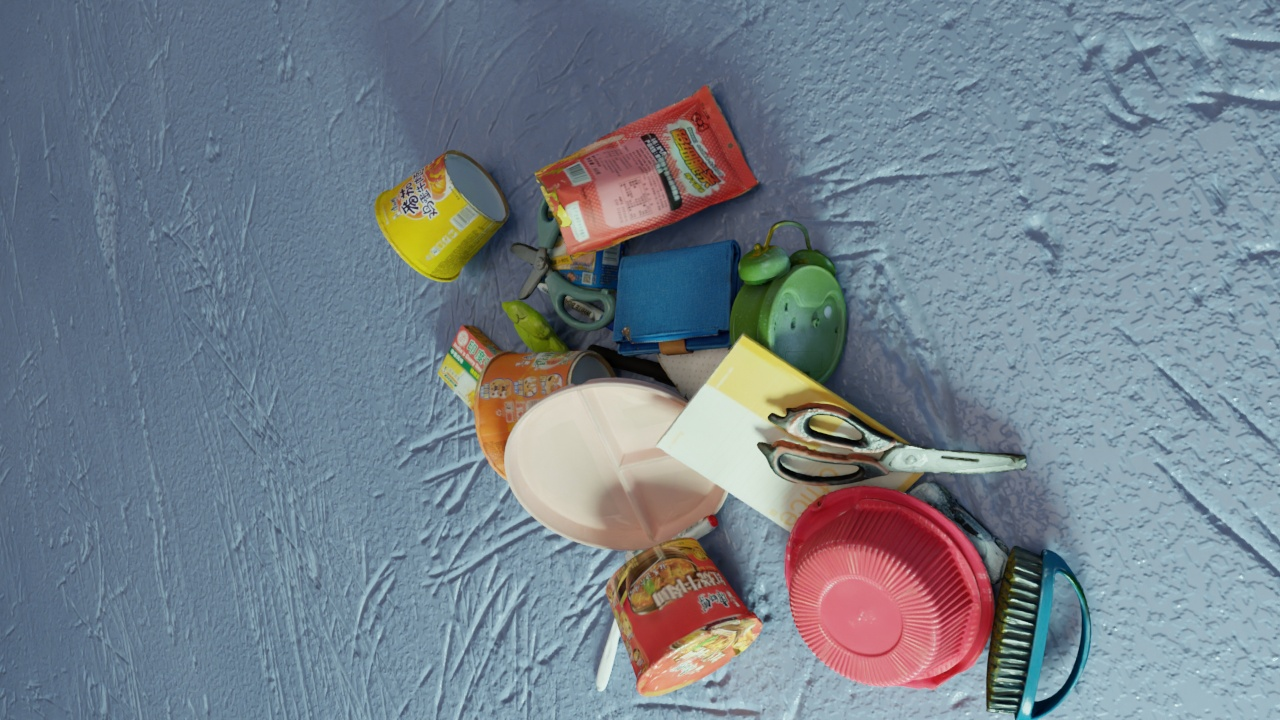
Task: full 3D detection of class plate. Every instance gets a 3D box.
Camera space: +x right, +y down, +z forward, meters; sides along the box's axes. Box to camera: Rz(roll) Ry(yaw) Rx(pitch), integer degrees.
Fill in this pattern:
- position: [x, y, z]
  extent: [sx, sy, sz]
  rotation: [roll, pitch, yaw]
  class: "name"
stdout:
- position: [-0.023, 0.106, 0.931]
  extent: [0.230, 0.229, 0.028]
  rotation: [-40, 25, 29]
  class: "plate"

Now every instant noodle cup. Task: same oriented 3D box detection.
- position: [0.035, 0.252, 0.915]
  extent: [0.138, 0.137, 0.108]
  rotation: [-48, 54, 25]
  class: "instant noodle cup"
- position: [0.203, 0.210, 0.800]
  extent: [0.194, 0.065, 0.194]
  rotation: [10, 110, 31]
  class: "instant noodle cup"
- position: [-0.093, 0.056, 1.005]
  extent: [0.112, 0.151, 0.151]
  rotation: [-10, 83, 27]
  class: "instant noodle cup"
- position: [-0.237, -0.183, 1.124]
  extent: [0.110, 0.138, 0.138]
  rotation: [-35, 69, 22]
  class: "instant noodle cup"

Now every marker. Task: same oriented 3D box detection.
- position: [-0.069, -0.063, 1.063]
  extent: [0.146, 0.016, 0.017]
  rotation: [31, 106, 33]
  class: "marker"
- position: [0.024, 0.203, 0.970]
  extent: [0.146, 0.017, 0.017]
  rotation: [-37, 68, 27]
  class: "marker"
- position: [-0.006, 0.006, 1.013]
  extent: [0.132, 0.020, 0.022]
  rotation: [16, 60, 35]
  class: "marker"

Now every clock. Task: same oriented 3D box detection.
- position: [0.137, -0.049, 0.853]
  extent: [0.056, 0.116, 0.161]
  rotation: [8, 96, 46]
  class: "clock"

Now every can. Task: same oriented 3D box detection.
- position: [-0.068, -0.123, 1.040]
  extent: [0.102, 0.057, 0.083]
  rotation: [12, 98, 36]
  class: "can"

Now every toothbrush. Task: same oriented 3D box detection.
- position: [-0.026, 0.287, 1.023]
  extent: [0.016, 0.016, 0.180]
  rotation: [21, 101, 37]
  class: "toothbrush"

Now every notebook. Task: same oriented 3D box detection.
- position: [0.137, 0.084, 0.835]
  extent: [0.206, 0.010, 0.146]
  rotation: [34, 119, -4]
  class: "notebook"

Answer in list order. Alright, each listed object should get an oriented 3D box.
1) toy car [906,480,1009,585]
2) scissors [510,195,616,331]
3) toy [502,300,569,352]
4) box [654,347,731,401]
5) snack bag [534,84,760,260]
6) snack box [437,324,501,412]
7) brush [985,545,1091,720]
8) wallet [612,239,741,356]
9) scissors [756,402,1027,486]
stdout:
- position: [0.272, 0.153, 0.799]
  extent: [0.105, 0.031, 0.049]
  rotation: [47, 117, 26]
  class: "toy car"
- position: [-0.073, -0.118, 0.998]
  extent: [0.174, 0.019, 0.170]
  rotation: [37, 115, 30]
  class: "scissors"
- position: [-0.120, -0.033, 1.058]
  extent: [0.097, 0.100, 0.031]
  rotation: [37, 75, 9]
  class: "toy"
- position: [0.065, -0.020, 0.937]
  extent: [0.090, 0.063, 0.184]
  rotation: [-40, 69, 29]
  class: "box"
- position: [0.004, -0.188, 0.939]
  extent: [0.208, 0.073, 0.128]
  rotation: [-24, 75, -2]
  class: "snack bag"
- position: [-0.186, 0.030, 1.140]
  extent: [0.156, 0.027, 0.077]
  rotation: [41, 111, 30]
  class: "snack box"
- position: [0.325, 0.225, 0.745]
  extent: [0.073, 0.055, 0.144]
  rotation: [9, 94, 19]
  class: "brush"
- position: [0.036, -0.059, 0.898]
  extent: [0.133, 0.040, 0.106]
  rotation: [-5, 76, 35]
  class: "wallet"
- position: [0.219, 0.070, 0.793]
  extent: [0.210, 0.015, 0.182]
  rotation: [-33, 104, 25]
  class: "scissors"
